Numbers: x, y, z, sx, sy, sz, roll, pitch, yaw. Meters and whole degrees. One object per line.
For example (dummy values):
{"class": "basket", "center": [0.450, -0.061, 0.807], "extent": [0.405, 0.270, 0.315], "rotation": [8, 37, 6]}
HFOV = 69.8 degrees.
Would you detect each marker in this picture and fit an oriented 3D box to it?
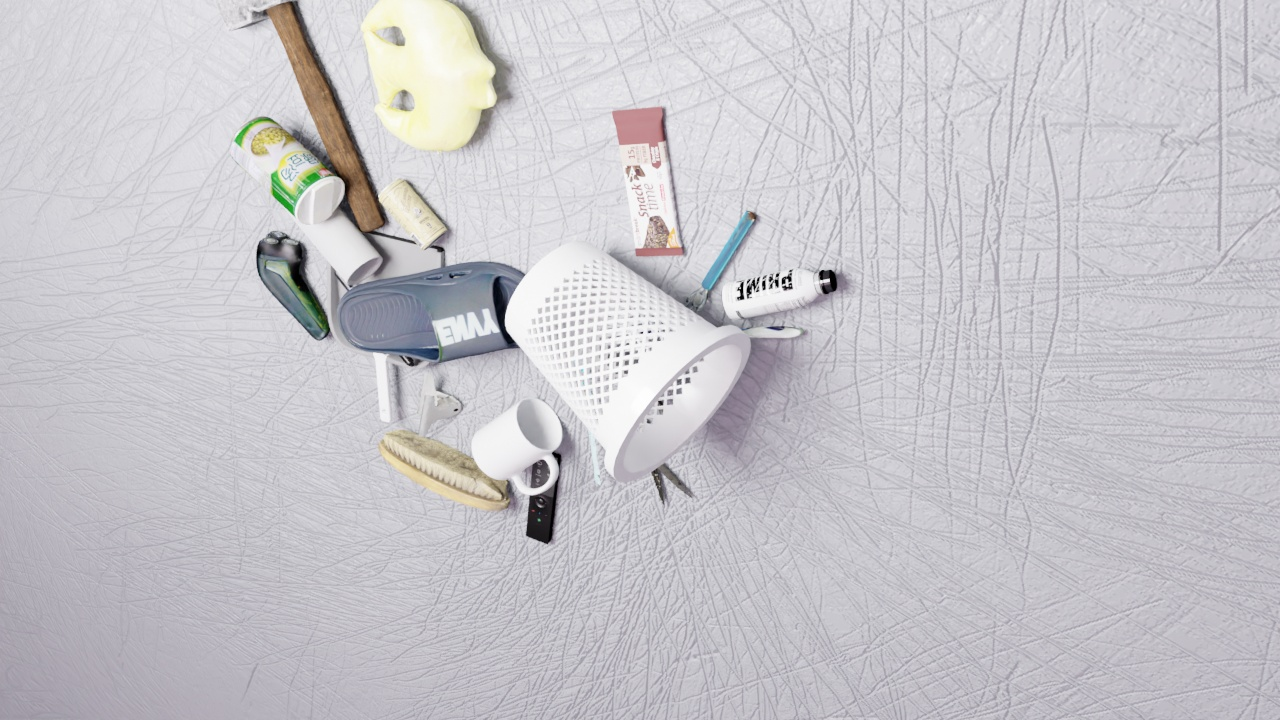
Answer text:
{"class": "marker", "center": [-0.332, -0.052, 1.146], "extent": [0.011, 0.011, 0.152], "rotation": [-37, 92, 34]}

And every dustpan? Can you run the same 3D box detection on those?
{"class": "dustpan", "center": [-0.325, -0.037, 1.171], "extent": [0.163, 0.033, 0.258], "rotation": [15, 122, 16]}

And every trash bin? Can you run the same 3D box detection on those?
{"class": "trash bin", "center": [-0.025, -0.013, 0.956], "extent": [0.199, 0.195, 0.196], "rotation": [42, 128, 21]}

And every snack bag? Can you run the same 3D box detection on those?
{"class": "snack bag", "center": [0.008, -0.182, 0.955], "extent": [0.057, 0.013, 0.158], "rotation": [3, 118, 24]}

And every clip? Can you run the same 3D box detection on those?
{"class": "clip", "center": [-0.268, 0.058, 1.193], "extent": [0.058, 0.051, 0.102], "rotation": [42, 143, 12]}

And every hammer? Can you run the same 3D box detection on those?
{"class": "hammer", "center": [-0.328, -0.294, 1.028], "extent": [0.218, 0.036, 0.301], "rotation": [-7, 115, 27]}

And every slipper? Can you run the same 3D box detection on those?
{"class": "slipper", "center": [-0.244, -0.052, 1.077], "extent": [0.268, 0.083, 0.111], "rotation": [-3, 109, 13]}

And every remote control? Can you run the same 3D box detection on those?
{"class": "remote control", "center": [-0.129, 0.181, 1.217], "extent": [0.034, 0.013, 0.150], "rotation": [18, 123, 14]}

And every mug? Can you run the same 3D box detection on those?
{"class": "mug", "center": [-0.145, 0.114, 1.144], "extent": [0.091, 0.073, 0.110], "rotation": [-34, 84, 34]}

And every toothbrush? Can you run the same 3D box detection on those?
{"class": "toothbrush", "center": [0.085, -0.034, 1.002], "extent": [0.189, 0.016, 0.017], "rotation": [2, 108, 23]}

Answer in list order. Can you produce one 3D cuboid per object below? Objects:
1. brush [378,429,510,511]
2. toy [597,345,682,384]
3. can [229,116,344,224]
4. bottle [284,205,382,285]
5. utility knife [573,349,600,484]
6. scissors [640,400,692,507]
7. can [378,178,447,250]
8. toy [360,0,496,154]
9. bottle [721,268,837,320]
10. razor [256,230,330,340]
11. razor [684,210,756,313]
{"class": "brush", "center": [-0.261, 0.146, 1.230], "extent": [0.195, 0.059, 0.043], "rotation": [25, 115, 7]}
{"class": "toy", "center": [-0.006, 0.006, 1.056], "extent": [0.112, 0.030, 0.049], "rotation": [-3, 100, 31]}
{"class": "can", "center": [-0.402, -0.216, 1.046], "extent": [0.121, 0.067, 0.067], "rotation": [41, 126, 11]}
{"class": "bottle", "center": [-0.392, -0.181, 1.103], "extent": [0.195, 0.052, 0.053], "rotation": [50, 125, 4]}
{"class": "utility knife", "center": [-0.059, 0.070, 1.110], "extent": [0.022, 0.015, 0.179], "rotation": [6, 113, 35]}
{"class": "scissors", "center": [0.003, 0.101, 1.113], "extent": [0.157, 0.012, 0.166], "rotation": [25, 124, 12]}
{"class": "can", "center": [-0.265, -0.170, 1.067], "extent": [0.038, 0.038, 0.079], "rotation": [-35, 99, 34]}
{"class": "toy", "center": [-0.217, -0.296, 0.960], "extent": [0.155, 0.064, 0.171], "rotation": [12, 125, 17]}
{"class": "bottle", "center": [0.143, -0.071, 0.940], "extent": [0.116, 0.041, 0.041], "rotation": [-10, 112, 28]}
{"class": "razor", "center": [-0.443, -0.095, 1.185], "extent": [0.067, 0.053, 0.151], "rotation": [-21, 114, 14]}
{"class": "razor", "center": [0.081, -0.097, 0.966], "extent": [0.042, 0.022, 0.144], "rotation": [38, 121, 9]}
